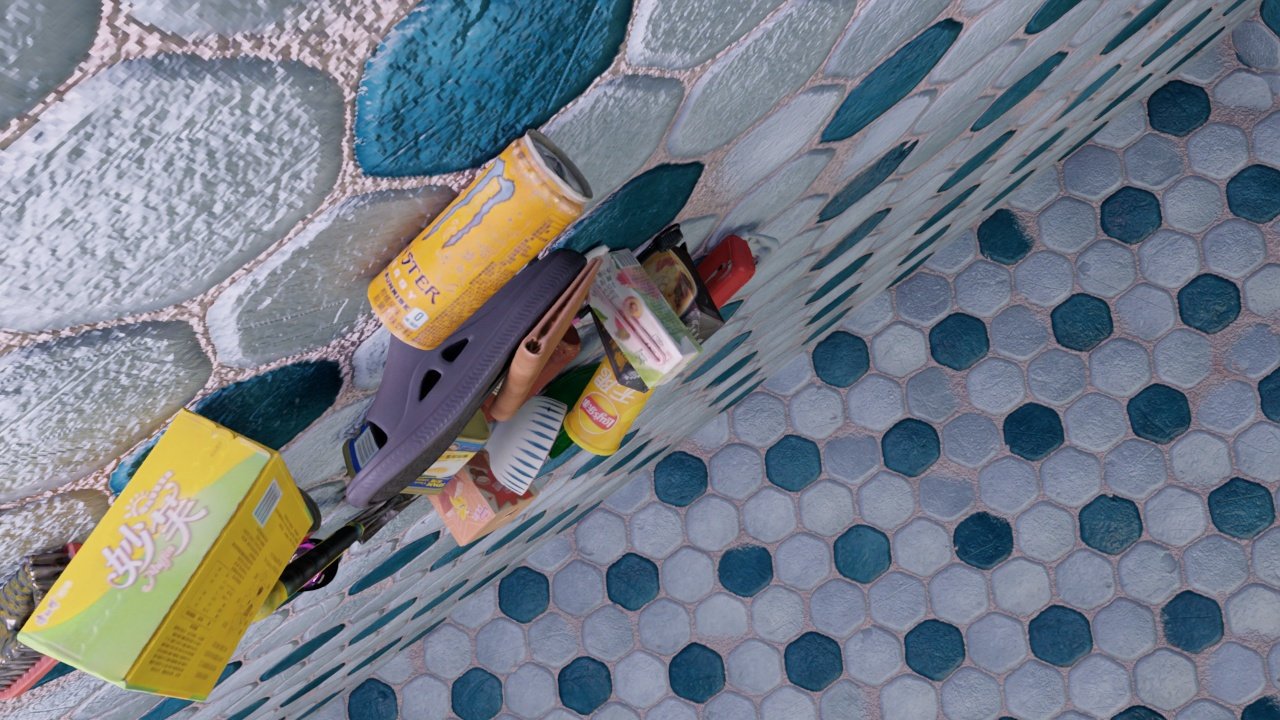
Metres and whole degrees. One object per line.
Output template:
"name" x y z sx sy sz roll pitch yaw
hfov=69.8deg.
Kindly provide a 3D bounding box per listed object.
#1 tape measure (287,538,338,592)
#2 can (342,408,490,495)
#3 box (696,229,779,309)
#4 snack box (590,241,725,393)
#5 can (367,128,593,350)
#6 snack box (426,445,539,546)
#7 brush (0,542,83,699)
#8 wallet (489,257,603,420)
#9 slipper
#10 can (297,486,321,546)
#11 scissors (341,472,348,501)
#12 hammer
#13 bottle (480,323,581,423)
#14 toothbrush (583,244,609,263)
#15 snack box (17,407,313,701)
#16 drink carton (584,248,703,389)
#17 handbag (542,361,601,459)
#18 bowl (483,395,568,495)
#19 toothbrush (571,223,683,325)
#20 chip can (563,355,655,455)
"tape measure" -0.361 0.222 0.997 0.058 0.057 0.039 -29 169 5
"can" -0.196 0.072 0.813 0.102 0.057 0.083 14 131 -46
"box" 0.069 -0.072 1.083 0.202 0.074 0.154 -44 180 32
"snack box" 0.012 -0.050 0.912 0.113 0.125 0.053 -42 141 24
"can" -0.099 -0.071 0.562 0.146 0.058 0.058 -40 169 18
"snack box" -0.199 0.161 1.145 0.077 0.094 0.092 -43 167 29
"brush" -0.425 0.192 0.650 0.146 0.063 0.069 -39 156 21
"wallet" -0.072 -0.017 0.710 0.115 0.020 0.101 -59 -177 -39
"slipper" -0.144 -0.003 0.699 0.267 0.083 0.111 -52 180 -29
"can" -0.349 0.169 0.814 0.133 0.053 0.053 -39 169 12
"scissors" -0.215 0.081 0.963 0.189 0.015 0.225 -41 169 24
"hammer" -0.301 0.183 0.931 0.126 0.032 0.322 -38 -178 14
"bottle" -0.141 0.032 0.867 0.206 0.060 0.059 -42 168 22
"toothbrush" -0.102 -0.042 0.788 0.187 0.017 0.016 -35 170 -2
"snack box" -0.305 0.142 0.625 0.157 0.070 0.210 -64 -178 -25
"drink carton" -0.003 -0.039 0.834 0.054 0.122 0.045 -43 166 33
"handbag" -0.077 0.059 1.164 0.119 0.068 0.132 -28 167 -43
"bowl" -0.138 0.089 1.053 0.117 0.066 0.116 -60 -171 15
"toothbrush" -0.026 -0.071 0.909 0.190 0.017 0.014 -40 159 27
"chip can" -0.006 0.006 1.017 0.214 0.072 0.071 -57 161 24
